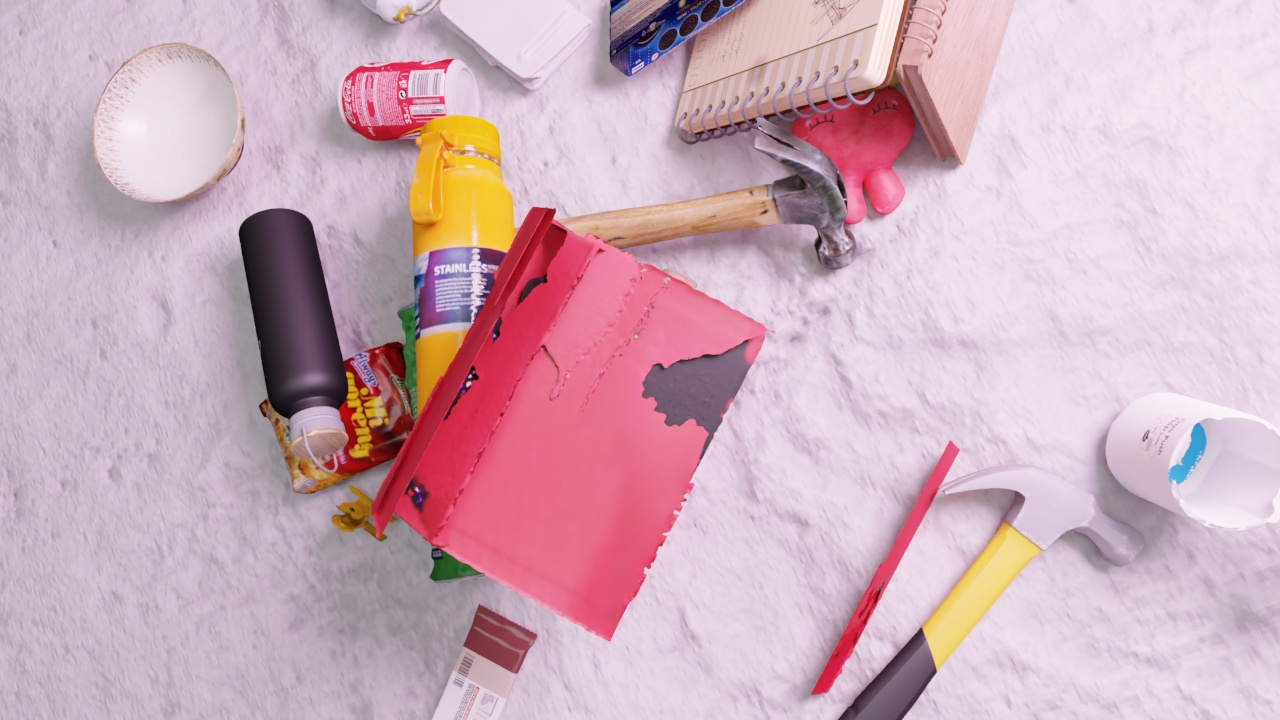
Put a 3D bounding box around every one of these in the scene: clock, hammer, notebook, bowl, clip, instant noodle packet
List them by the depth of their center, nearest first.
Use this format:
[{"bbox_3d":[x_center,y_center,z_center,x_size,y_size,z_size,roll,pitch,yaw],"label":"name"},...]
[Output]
[{"bbox_3d":[0.229,-0.263,0.627,0.022,0.169,0.210,17,88,30],"label":"notebook"},{"bbox_3d":[0.105,-0.246,0.648,0.024,0.226,0.167,16,87,-29],"label":"notebook"},{"bbox_3d":[0.202,0.211,0.654,0.127,0.029,0.324,38,95,6],"label":"hammer"},{"bbox_3d":[-0.010,-0.104,0.708,0.331,0.132,0.033,-6,53,21],"label":"hammer"},{"bbox_3d":[-0.235,0.130,0.757,0.054,0.049,0.044,35,126,13],"label":"clip"},{"bbox_3d":[-0.248,0.048,0.771,0.135,0.039,0.098,-23,73,10],"label":"instant noodle packet"},{"bbox_3d":[-0.208,-0.336,0.789,0.117,0.057,0.083,41,94,20],"label":"clock"},{"bbox_3d":[-0.404,-0.201,0.818,0.145,0.063,0.145,-2,83,13],"label":"bowl"}]

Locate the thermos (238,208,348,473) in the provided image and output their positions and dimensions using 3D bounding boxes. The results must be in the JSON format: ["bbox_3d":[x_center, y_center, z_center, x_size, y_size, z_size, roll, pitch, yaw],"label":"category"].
[{"bbox_3d":[-0.276,-0.015,0.743,0.061,0.061,0.231,-25,65,9],"label":"thermos"}]

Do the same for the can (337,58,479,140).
[{"bbox_3d":[-0.194,-0.218,0.771,0.105,0.064,0.064,2,85,13],"label":"can"}]

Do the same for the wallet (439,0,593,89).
[{"bbox_3d":[-0.105,-0.287,0.778,0.086,0.032,0.116,-43,75,-6],"label":"wallet"}]

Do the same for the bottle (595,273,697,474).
[{"bbox_3d":[-0.004,0.004,0.704,0.068,0.068,0.157,28,91,14],"label":"bottle"}]

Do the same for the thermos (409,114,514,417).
[{"bbox_3d":[-0.128,-0.064,0.671,0.076,0.091,0.232,-2,78,-9],"label":"thermos"}]

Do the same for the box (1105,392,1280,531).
[{"bbox_3d":[0.388,0.079,0.580,0.143,0.137,0.083,31,97,3],"label":"box"}]

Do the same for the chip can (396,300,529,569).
[{"bbox_3d":[-0.143,0.060,0.728,0.075,0.075,0.223,-11,82,11],"label":"chip can"}]

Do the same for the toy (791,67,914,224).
[{"bbox_3d":[0.161,-0.171,0.696,0.092,0.045,0.135,-8,93,10],"label":"toy"}]

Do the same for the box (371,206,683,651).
[{"bbox_3d":[-0.084,0.015,0.417,0.141,0.510,0.215,29,90,13],"label":"box"}]

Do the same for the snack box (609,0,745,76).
[{"bbox_3d":[0.037,-0.288,0.701,0.151,0.027,0.082,-20,56,38],"label":"snack box"}]

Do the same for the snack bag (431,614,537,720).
[{"bbox_3d":[-0.136,0.280,0.735,0.057,0.013,0.158,22,89,16],"label":"snack bag"}]
